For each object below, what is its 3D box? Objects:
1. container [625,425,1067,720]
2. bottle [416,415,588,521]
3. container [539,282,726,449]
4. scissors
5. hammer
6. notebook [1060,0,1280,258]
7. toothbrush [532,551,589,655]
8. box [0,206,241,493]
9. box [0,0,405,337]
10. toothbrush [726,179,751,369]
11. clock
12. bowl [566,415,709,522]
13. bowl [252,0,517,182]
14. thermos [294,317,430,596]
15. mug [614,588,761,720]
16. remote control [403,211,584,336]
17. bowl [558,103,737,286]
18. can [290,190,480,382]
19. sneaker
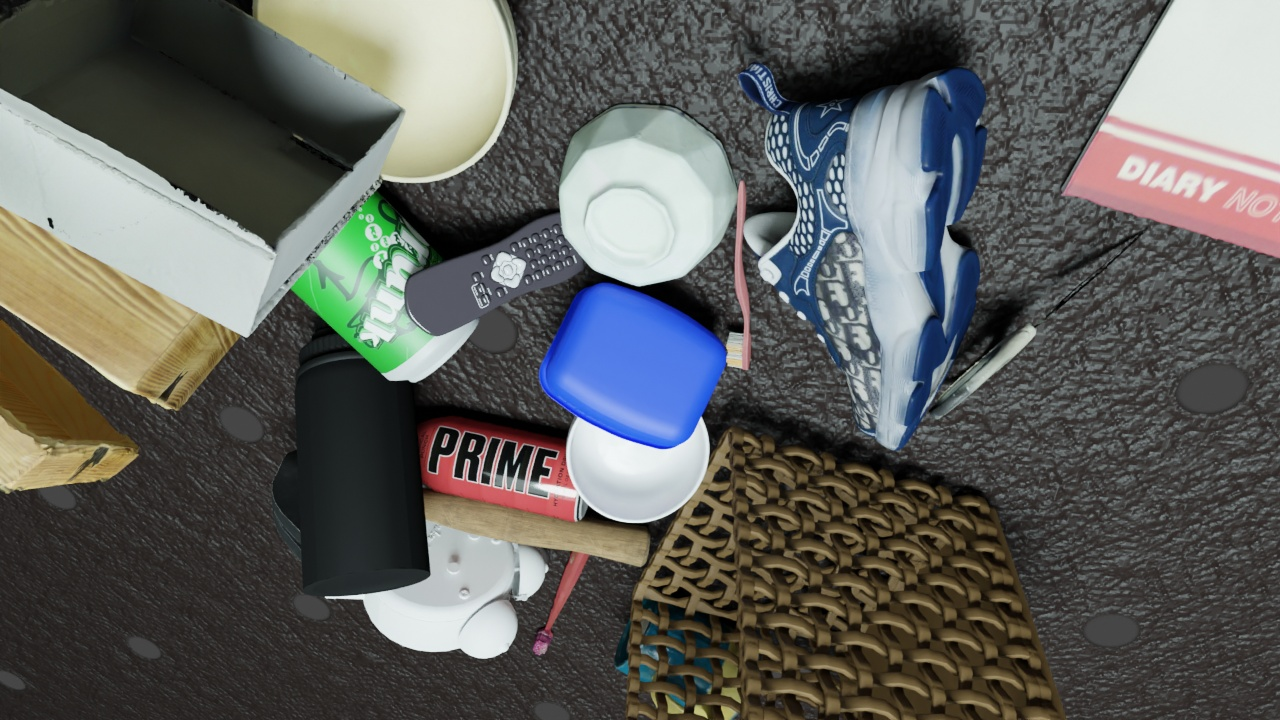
[{"bbox_3d":[0.125,0.228,0.643,0.214,0.251,0.220,16,129,-11],"label":"container"},{"bbox_3d":[-0.126,0.081,0.735,0.177,0.062,0.062,12,128,6],"label":"bottle"},{"bbox_3d":[-0.004,0.004,0.620,0.114,0.058,0.096,26,84,-5],"label":"container"},{"bbox_3d":[0.240,-0.017,0.574,0.012,0.162,0.154,47,164,12],"label":"scissors"},{"bbox_3d":[-0.143,0.129,0.756,0.305,0.132,0.040,12,131,-6],"label":"hammer"},{"bbox_3d":[0.363,-0.125,0.492,0.209,0.012,0.153,17,128,2],"label":"notebook"},{"bbox_3d":[-0.072,0.217,0.851,0.016,0.016,0.190,22,128,-1],"label":"toothbrush"},{"bbox_3d":[-0.388,-0.059,0.559,0.245,0.167,0.280,41,163,-13],"label":"box"},{"bbox_3d":[-0.220,-0.067,0.309,0.166,0.478,0.119,29,106,-11],"label":"box"},{"bbox_3d":[0.063,-0.049,0.585,0.016,0.015,0.185,9,148,12],"label":"toothbrush"},{"bbox_3d":[-0.167,0.175,0.775,0.161,0.125,0.073,20,128,7],"label":"clock"},{"bbox_3d":[-0.003,0.063,0.683,0.105,0.054,0.105,0,98,-4],"label":"bowl"},{"bbox_3d":[-0.135,-0.188,0.531,0.151,0.075,0.151,7,128,9],"label":"bowl"},{"bbox_3d":[-0.207,0.065,0.675,0.086,0.198,0.086,-9,159,-4],"label":"thermos"},{"bbox_3d":[0.040,0.268,0.801,0.107,0.113,0.083,32,115,-7],"label":"mug"},{"bbox_3d":[-0.097,-0.057,0.610,0.124,0.009,0.046,-26,109,-15],"label":"remote control"},{"bbox_3d":[-0.001,-0.095,0.575,0.117,0.061,0.118,7,126,10],"label":"bowl"},{"bbox_3d":[-0.184,-0.057,0.632,0.088,0.087,0.140,-30,114,30],"label":"can"},{"bbox_3d":[0.127,-0.056,0.562,0.132,0.103,0.270,18,143,29],"label":"sneaker"}]
